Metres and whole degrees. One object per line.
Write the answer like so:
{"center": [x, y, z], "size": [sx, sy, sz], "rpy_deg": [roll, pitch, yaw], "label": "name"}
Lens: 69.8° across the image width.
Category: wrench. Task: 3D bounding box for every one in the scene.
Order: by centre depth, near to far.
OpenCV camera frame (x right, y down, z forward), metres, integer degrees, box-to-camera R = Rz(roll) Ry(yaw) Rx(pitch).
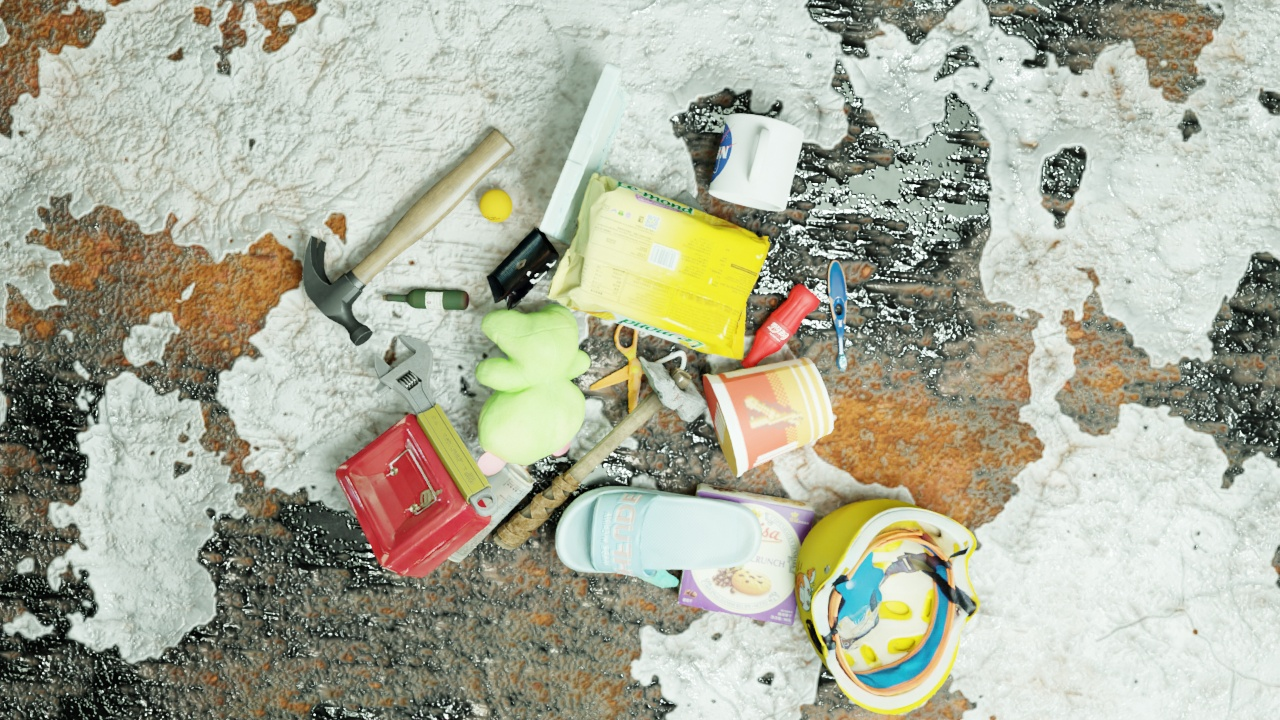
{"center": [-0.236, 0.073, 1.072], "size": [0.083, 0.018, 0.273], "rpy_deg": [-26, 59, -24], "label": "wrench"}

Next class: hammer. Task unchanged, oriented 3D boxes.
{"center": [-0.060, 0.120, 1.104], "size": [0.319, 0.121, 0.049], "rpy_deg": [-44, 53, 13], "label": "hammer"}
{"center": [-0.278, -0.169, 1.115], "size": [0.305, 0.040, 0.132], "rpy_deg": [-43, 82, 1], "label": "hammer"}

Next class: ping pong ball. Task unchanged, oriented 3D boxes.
{"center": [-0.175, -0.187, 1.110], "size": [0.040, 0.040, 0.040], "rpy_deg": [0, 94, 3], "label": "ping pong ball"}

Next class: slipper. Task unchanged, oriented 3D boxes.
{"center": [0.018, 0.203, 1.073], "size": [0.245, 0.074, 0.104], "rpy_deg": [-1, 91, 10], "label": "slipper"}

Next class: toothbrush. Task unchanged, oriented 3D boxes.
{"center": [0.239, -0.053, 1.106], "size": [0.021, 0.017, 0.135], "rpy_deg": [-5, 94, 2], "label": "toothbrush"}

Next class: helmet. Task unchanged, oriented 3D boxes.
{"center": [0.267, 0.268, 1.064], "size": [0.209, 0.140, 0.240], "rpy_deg": [-8, 105, -19], "label": "helmet"}

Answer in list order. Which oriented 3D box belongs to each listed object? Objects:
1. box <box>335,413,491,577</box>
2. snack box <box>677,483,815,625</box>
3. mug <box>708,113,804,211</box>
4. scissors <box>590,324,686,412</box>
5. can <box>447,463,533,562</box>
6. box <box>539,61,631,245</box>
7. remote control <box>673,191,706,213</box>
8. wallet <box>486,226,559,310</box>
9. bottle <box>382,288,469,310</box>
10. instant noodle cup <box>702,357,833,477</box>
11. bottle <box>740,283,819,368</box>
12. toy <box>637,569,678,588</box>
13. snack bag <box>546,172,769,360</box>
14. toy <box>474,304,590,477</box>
{"center": [-0.269, 0.161, 1.092], "size": [0.129, 0.092, 0.157], "rpy_deg": [-38, 60, 4], "label": "box"}
{"center": [0.127, 0.236, 1.121], "size": [0.143, 0.040, 0.148], "rpy_deg": [10, 94, 3], "label": "snack box"}
{"center": [0.133, -0.227, 1.048], "size": [0.091, 0.121, 0.090], "rpy_deg": [14, 94, 1], "label": "mug"}
{"center": [0.001, 0.010, 1.128], "size": [0.128, 0.011, 0.125], "rpy_deg": [5, 93, 3], "label": "scissors"}
{"center": [-0.195, 0.183, 1.130], "size": [0.054, 0.054, 0.136], "rpy_deg": [44, 96, 0], "label": "can"}
{"center": [-0.063, -0.232, 1.053], "size": [0.041, 0.134, 0.197], "rpy_deg": [24, 95, 0], "label": "box"}
{"center": [0.015, -0.144, 1.118], "size": [0.147, 0.008, 0.045], "rpy_deg": [-40, 91, 5], "label": "remote control"}
{"center": [-0.138, -0.109, 1.082], "size": [0.089, 0.115, 0.026], "rpy_deg": [-45, 116, 7], "label": "wallet"}
{"center": [-0.265, -0.076, 1.131], "size": [0.106, 0.025, 0.025], "rpy_deg": [2, 94, 3], "label": "bottle"}
{"center": [0.150, 0.058, 1.074], "size": [0.121, 0.123, 0.123], "rpy_deg": [-17, 93, -3], "label": "instant noodle cup"}
{"center": [0.165, -0.037, 1.102], "size": [0.036, 0.036, 0.119], "rpy_deg": [40, 96, 0], "label": "bottle"}
{"center": [0.014, 0.223, 1.129], "size": [0.085, 0.033, 0.105], "rpy_deg": [10, 95, 13], "label": "toy"}
{"center": [0.030, -0.106, 1.065], "size": [0.247, 0.068, 0.159], "rpy_deg": [17, 94, -14], "label": "snack bag"}
{"center": [-0.123, 0.034, 1.081], "size": [0.149, 0.107, 0.197], "rpy_deg": [-8, 93, -38], "label": "toy"}
